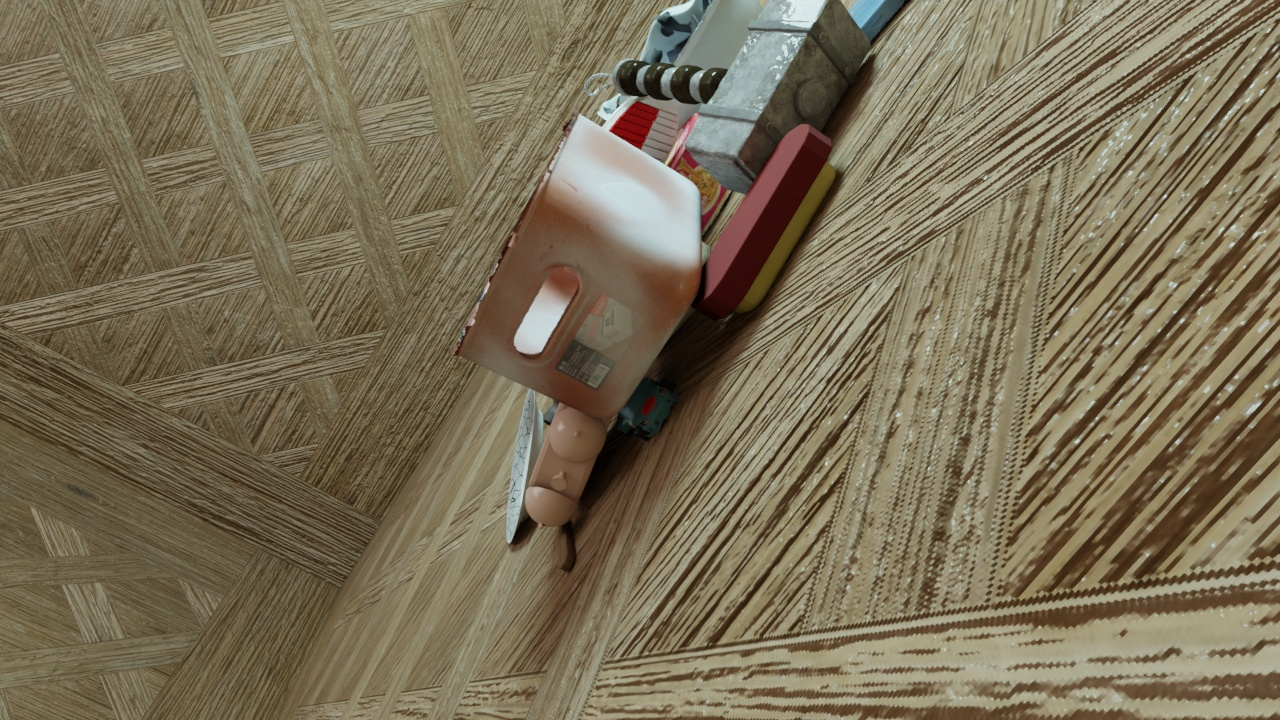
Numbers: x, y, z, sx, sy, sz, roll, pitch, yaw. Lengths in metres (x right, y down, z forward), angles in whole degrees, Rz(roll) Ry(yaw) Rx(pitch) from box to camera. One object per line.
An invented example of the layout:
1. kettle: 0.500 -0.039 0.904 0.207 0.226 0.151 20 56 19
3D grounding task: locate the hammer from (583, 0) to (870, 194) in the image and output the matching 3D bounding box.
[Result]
1. hammer: 0.056 -0.275 0.916 0.326 0.079 0.177 27 85 48

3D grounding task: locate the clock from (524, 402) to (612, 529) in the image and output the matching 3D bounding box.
1. clock: -0.073 0.071 0.892 0.160 0.086 0.131 -86 16 -60

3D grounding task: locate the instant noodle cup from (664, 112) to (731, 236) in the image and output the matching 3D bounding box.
1. instant noodle cup: 0.051 -0.199 1.101 0.179 0.077 0.178 -56 11 17

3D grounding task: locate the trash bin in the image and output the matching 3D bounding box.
1. trash bin: -0.045 -0.090 0.839 0.182 0.157 0.259 -57 13 26

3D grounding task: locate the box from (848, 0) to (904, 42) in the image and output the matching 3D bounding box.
1. box: 0.232 -0.354 0.876 0.210 0.021 0.125 -45 19 46

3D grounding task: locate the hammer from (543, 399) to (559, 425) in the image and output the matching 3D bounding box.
1. hammer: -0.091 0.007 1.060 0.115 0.033 0.323 -62 -6 -10

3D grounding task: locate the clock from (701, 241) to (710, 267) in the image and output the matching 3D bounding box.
1. clock: 0.027 -0.104 1.019 0.093 0.054 0.140 -57 15 9

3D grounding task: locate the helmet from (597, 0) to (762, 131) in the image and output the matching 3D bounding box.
1. helmet: 0.080 -0.373 1.195 0.265 0.163 0.236 -19 41 63

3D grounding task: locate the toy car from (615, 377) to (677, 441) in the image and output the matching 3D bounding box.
1. toy car: 0.000 0.041 0.841 0.060 0.027 0.108 -61 12 -7

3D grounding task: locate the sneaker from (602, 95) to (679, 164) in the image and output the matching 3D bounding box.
1. sneaker: -0.048 -0.230 1.098 0.237 0.090 0.104 -59 40 28

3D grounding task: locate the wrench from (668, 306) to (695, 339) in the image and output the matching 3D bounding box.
1. wrench: -0.006 0.006 0.979 0.274 0.018 0.066 -48 16 36

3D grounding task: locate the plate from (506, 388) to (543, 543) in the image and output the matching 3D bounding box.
1. plate: -0.137 0.125 1.103 0.189 0.016 0.188 -172 91 -78

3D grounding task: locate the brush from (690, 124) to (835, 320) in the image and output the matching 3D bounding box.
1. brush: 0.103 -0.108 0.753 0.173 0.042 0.082 -59 12 0

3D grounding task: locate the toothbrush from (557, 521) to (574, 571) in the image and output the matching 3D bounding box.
1. toothbrush: -0.076 0.161 0.885 0.016 0.016 0.166 -59 13 8
